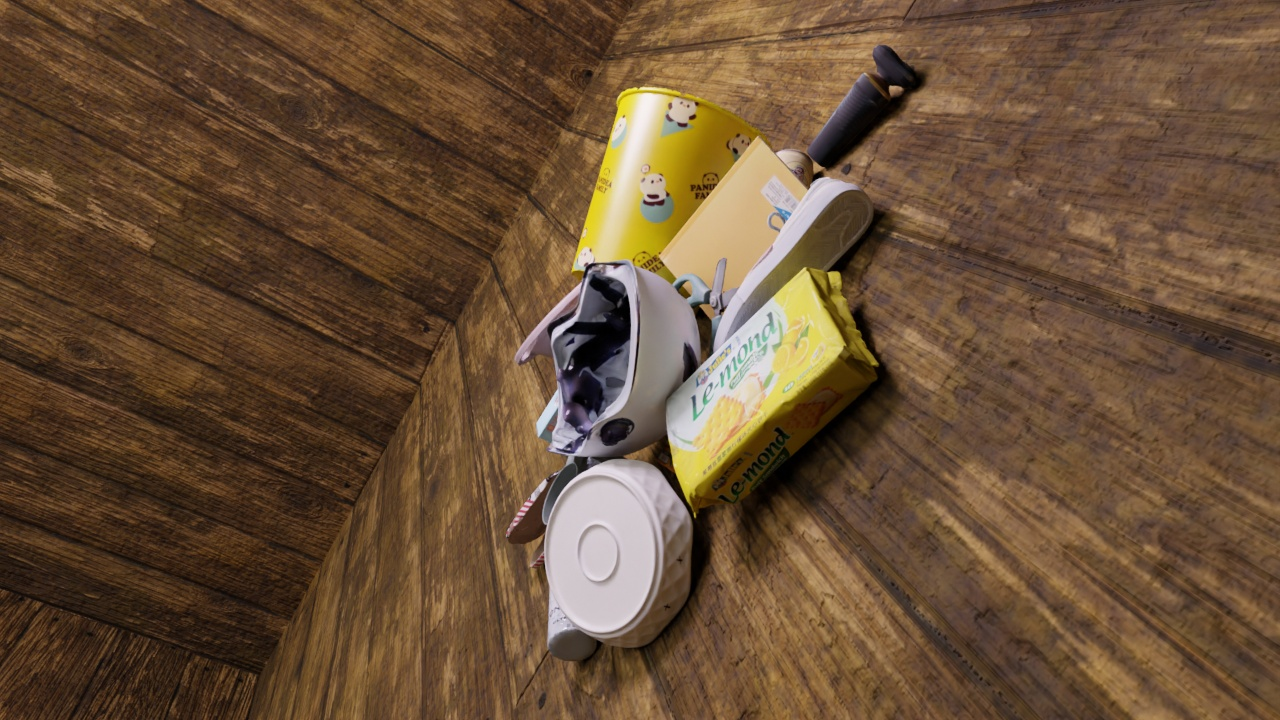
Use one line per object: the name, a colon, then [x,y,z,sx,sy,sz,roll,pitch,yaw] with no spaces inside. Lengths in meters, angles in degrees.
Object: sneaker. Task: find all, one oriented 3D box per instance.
sneaker: [0.150,-0.096,1.004,0.242,0.089,0.090,-55,29,13]

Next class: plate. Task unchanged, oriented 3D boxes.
plate: [-0.033,0.208,0.998,0.205,0.045,0.204,-9,77,42]

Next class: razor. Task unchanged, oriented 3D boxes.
razor: [0.254,-0.292,1.077,0.067,0.062,0.168,-39,-8,-44]

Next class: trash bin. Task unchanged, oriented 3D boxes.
trash bin: [0.033,-0.207,1.272,0.230,0.229,0.255,7,75,69]

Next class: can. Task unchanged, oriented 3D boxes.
can: [-0.083,0.294,1.127,0.058,0.058,0.146,-52,22,26]
can: [0.176,-0.198,1.122,0.059,0.058,0.116,-35,33,53]

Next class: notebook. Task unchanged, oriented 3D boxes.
notebook: [0.124,-0.141,1.094,0.010,0.146,0.207,-21,-22,-52]

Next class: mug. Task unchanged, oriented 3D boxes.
mug: [-0.052,0.168,1.148,0.084,0.103,0.123,-31,35,56]

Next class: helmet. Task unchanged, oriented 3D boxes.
helmet: [-0.007,0.006,1.089,0.259,0.145,0.228,-47,39,45]

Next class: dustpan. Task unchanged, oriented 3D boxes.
dustpan: [-0.104,-0.102,1.528,0.223,0.139,0.272,127,160,-60]

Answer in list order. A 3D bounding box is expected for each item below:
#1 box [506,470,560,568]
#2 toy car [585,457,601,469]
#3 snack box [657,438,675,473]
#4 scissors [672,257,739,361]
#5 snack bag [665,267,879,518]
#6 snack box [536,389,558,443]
box: [-0.121,0.232,1.311,0.163,0.076,0.087,-53,51,24]
toy car: [-0.052,0.115,1.303,0.053,0.045,0.120,-45,32,45]
snack box: [0.070,0.102,1.044,0.075,0.026,0.154,-64,20,-2]
scissors: [0.081,-0.035,1.099,0.171,0.019,0.181,-15,82,61]
snack bag: [0.124,0.033,0.906,0.247,0.068,0.157,-45,28,23]
snack box: [-0.087,0.057,1.421,0.175,0.074,0.051,-57,21,14]
